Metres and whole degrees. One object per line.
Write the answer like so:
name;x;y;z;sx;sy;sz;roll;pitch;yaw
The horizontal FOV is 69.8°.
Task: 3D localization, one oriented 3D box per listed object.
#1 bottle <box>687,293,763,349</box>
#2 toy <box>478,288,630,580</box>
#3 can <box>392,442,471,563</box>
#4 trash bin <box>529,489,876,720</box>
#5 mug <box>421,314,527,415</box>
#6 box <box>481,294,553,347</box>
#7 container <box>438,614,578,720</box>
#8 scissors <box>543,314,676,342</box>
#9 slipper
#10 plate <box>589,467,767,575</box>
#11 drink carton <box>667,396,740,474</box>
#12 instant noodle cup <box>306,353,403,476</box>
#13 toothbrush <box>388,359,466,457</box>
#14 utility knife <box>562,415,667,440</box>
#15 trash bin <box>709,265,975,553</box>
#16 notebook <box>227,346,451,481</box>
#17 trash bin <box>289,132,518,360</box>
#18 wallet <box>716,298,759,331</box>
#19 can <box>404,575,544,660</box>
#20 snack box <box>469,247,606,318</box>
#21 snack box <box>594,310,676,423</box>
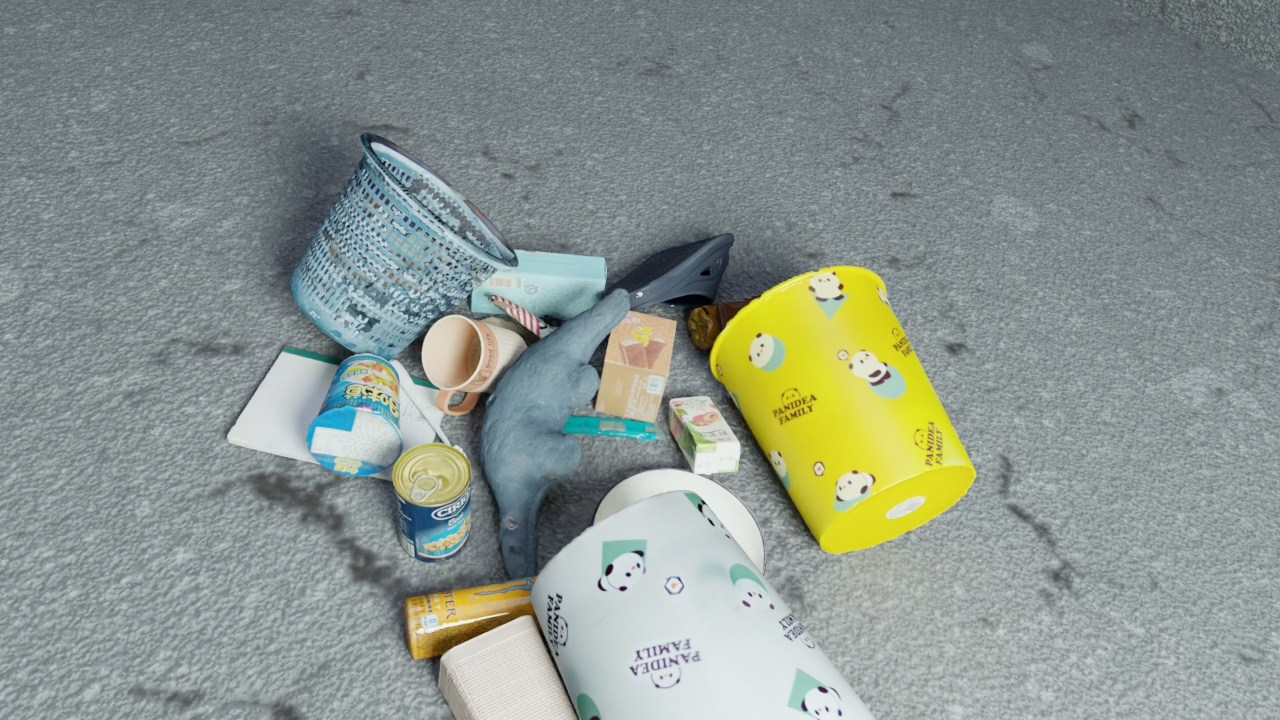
bottle;0.152;-0.059;1.239;0.174;0.058;0.057;-13;52;-24
toy;-0.111;0.071;1.011;0.138;0.091;0.355;5;64;24
can;-0.209;0.146;0.929;0.075;0.111;0.075;5;47;-6
trash bin;0.042;0.264;0.781;0.229;0.230;0.251;-19;59;-27
mug;-0.194;0.010;1.063;0.082;0.114;0.105;25;5;24
box;-0.139;-0.008;1.133;0.163;0.076;0.086;34;88;17
container;-0.116;0.307;0.818;0.089;0.090;0.111;-18;57;-27
scissors;-0.043;-0.038;1.178;0.165;0.014;0.162;13;5;26
slipper;0.044;-0.100;1.239;0.111;0.083;0.267;-8;19;36
plate;0.038;0.203;0.982;0.192;0.039;0.192;7;47;-7
drink carton;0.072;0.088;1.067;0.053;0.045;0.122;-2;24;-13
instant noodle cup;-0.301;0.052;0.995;0.099;0.099;0.109;4;37;-10
toothbrush;-0.246;0.056;1.054;0.016;0.016;0.180;-16;52;-37
utility knife;-0.053;0.079;1.094;0.174;0.013;0.029;5;46;-9
trash bin;0.232;0.062;1.042;0.229;0.230;0.255;-10;56;-21
notebook;-0.335;0.060;1.047;0.209;0.012;0.150;14;45;-1
trash bin;-0.289;-0.117;1.069;0.226;0.195;0.226;42;10;-10
wallet;0.162;-0.033;1.195;0.124;0.032;0.101;-9;91;-24
can;-0.151;0.246;0.885;0.146;0.058;0.058;-6;49;-18
snack box;-0.134;-0.099;1.198;0.174;0.074;0.051;5;48;-9
snack box;-0.007;0.007;1.117;0.077;0.093;0.094;12;47;-2
